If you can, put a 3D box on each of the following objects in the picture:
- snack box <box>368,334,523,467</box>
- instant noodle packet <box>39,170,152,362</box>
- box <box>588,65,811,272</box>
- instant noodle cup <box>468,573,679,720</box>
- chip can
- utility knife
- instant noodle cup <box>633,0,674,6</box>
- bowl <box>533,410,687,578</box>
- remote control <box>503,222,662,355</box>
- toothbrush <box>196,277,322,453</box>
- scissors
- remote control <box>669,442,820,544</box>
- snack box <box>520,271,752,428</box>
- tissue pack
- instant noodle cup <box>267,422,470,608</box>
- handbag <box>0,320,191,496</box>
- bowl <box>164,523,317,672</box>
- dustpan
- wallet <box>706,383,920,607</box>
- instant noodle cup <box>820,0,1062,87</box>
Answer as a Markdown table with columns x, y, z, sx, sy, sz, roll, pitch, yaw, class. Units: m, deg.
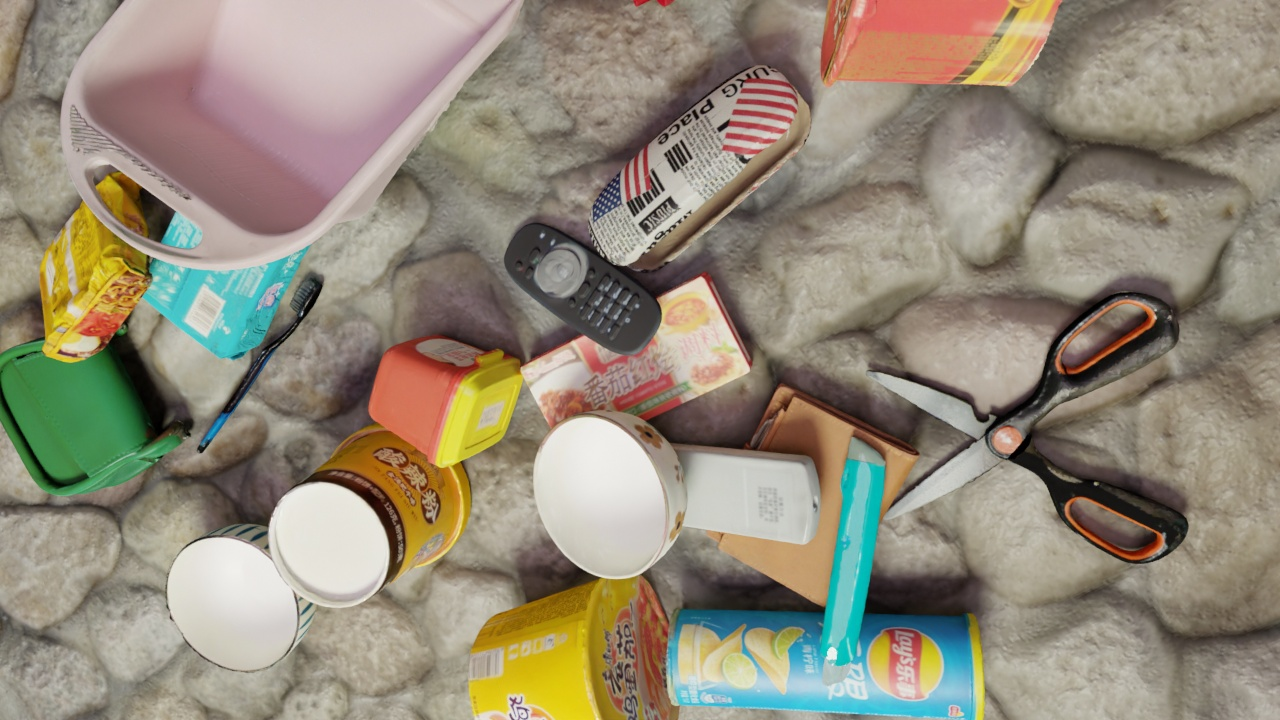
| x | y | z | sx | sy | sz | roll | pitch | yaw | class |
| --- | --- | --- | --- | --- | --- | --- | --- | --- | --- |
| -0.139 | 0.022 | 0.657 | 0.080 | 0.091 | 0.082 | 25 | 106 | 14 | snack box |
| -0.411 | -0.072 | 0.694 | 0.111 | 0.044 | 0.128 | -40 | 52 | 15 | instant noodle packet |
| 0.031 | -0.125 | 0.591 | 0.164 | 0.082 | 0.075 | -38 | 85 | 19 | box |
| -0.049 | 0.229 | 0.662 | 0.110 | 0.137 | 0.138 | -17 | 97 | 23 | instant noodle cup |
| 0.127 | 0.211 | 0.646 | 0.210 | 0.071 | 0.071 | -2 | 101 | 13 | chip can |
| 0.138 | 0.134 | 0.606 | 0.029 | 0.013 | 0.166 | 9 | 91 | 11 | utility knife |
| 0.022 | -0.296 | 0.547 | 0.124 | 0.116 | 0.116 | -32 | 93 | 5 | instant noodle cup |
| -0.011 | 0.086 | 0.629 | 0.114 | 0.062 | 0.113 | 9 | 106 | 36 | bowl |
| -0.039 | -0.049 | 0.638 | 0.136 | 0.024 | 0.053 | 36 | 95 | 26 | remote control |
| -0.307 | 0.007 | 0.729 | 0.016 | 0.014 | 0.190 | 42 | 108 | 2 | toothbrush |
| 0.264 | 0.048 | 0.605 | 0.233 | 0.021 | 0.221 | 34 | 108 | 5 | scissors |
| 0.053 | 0.089 | 0.636 | 0.150 | 0.021 | 0.058 | 3 | 101 | 35 | remote control |
| -0.004 | 0.004 | 0.654 | 0.153 | 0.025 | 0.075 | -26 | 96 | 17 | snack box |
| -0.310 | -0.076 | 0.693 | 0.093 | 0.050 | 0.134 | 36 | 106 | 5 | tissue pack |
| -0.202 | 0.115 | 0.676 | 0.118 | 0.114 | 0.118 | 3 | 101 | 12 | instant noodle cup |
| -0.443 | 0.037 | 0.743 | 0.120 | 0.068 | 0.131 | -23 | 95 | 8 | handbag |
| -0.310 | 0.183 | 0.740 | 0.116 | 0.066 | 0.116 | 3 | 103 | 11 | bowl |
| -0.243 | -0.196 | 0.607 | 0.222 | 0.138 | 0.274 | 33 | 107 | 5 | dustpan |
| 0.116 | 0.095 | 0.642 | 0.108 | 0.031 | 0.132 | 27 | 108 | 11 | wallet |
| 0.170 | -0.218 | 0.520 | 0.108 | 0.137 | 0.138 | 9 | 104 | 1 | instant noodle cup |
